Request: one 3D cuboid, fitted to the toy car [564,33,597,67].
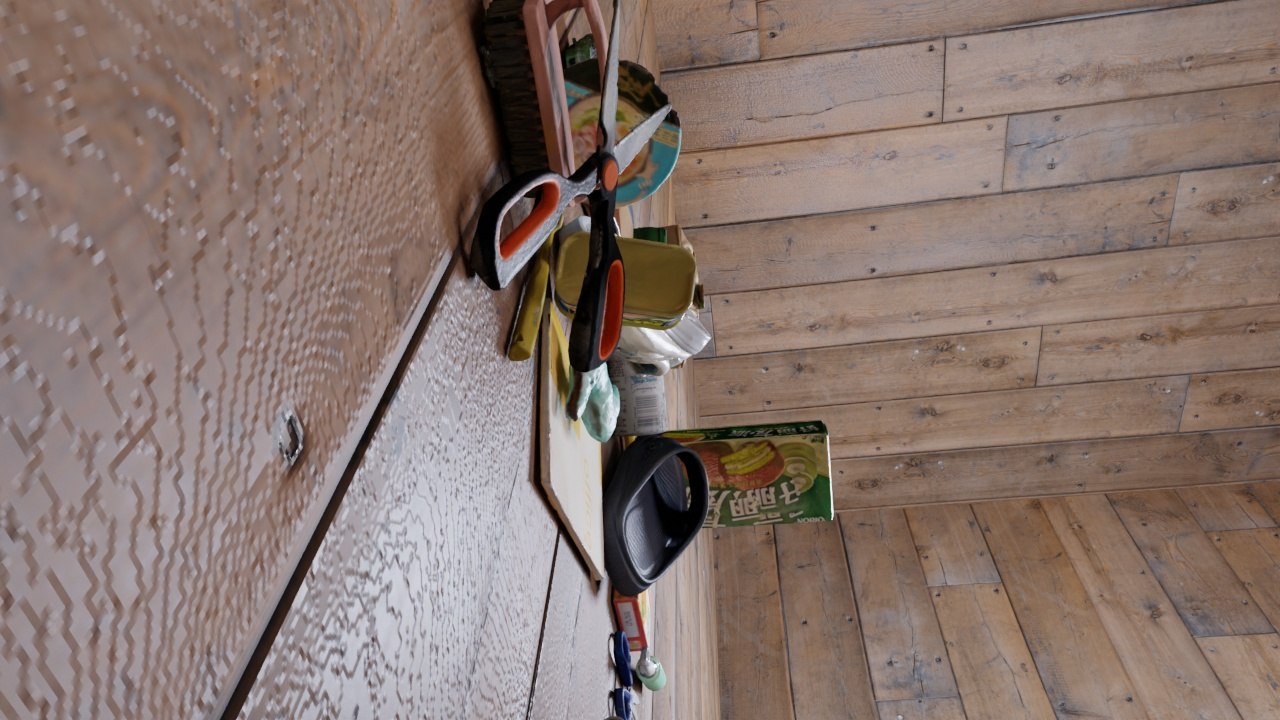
[{"bbox_3d":[-0.052,-0.288,0.882,0.091,0.036,0.043,-81,164,-64],"label":"toy car"}]

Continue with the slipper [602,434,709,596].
[{"bbox_3d":[0.028,0.140,0.892,0.267,0.083,0.110,-46,115,-72],"label":"slipper"}]

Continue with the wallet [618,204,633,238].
[{"bbox_3d":[-0.028,-0.141,1.027,0.090,0.033,0.115,72,15,-55],"label":"wallet"}]

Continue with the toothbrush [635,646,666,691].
[{"bbox_3d":[0.009,0.315,0.931,0.225,0.026,0.027,81,16,-67],"label":"toothbrush"}]

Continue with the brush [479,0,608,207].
[{"bbox_3d":[-0.053,-0.162,0.581,0.063,0.073,0.146,-90,174,-50],"label":"brush"}]

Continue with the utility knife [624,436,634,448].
[{"bbox_3d":[-0.013,0.100,1.037,0.033,0.015,0.154,-101,-176,-83],"label":"utility knife"}]

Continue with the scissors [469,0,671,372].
[{"bbox_3d":[-0.034,-0.095,0.553,0.220,0.022,0.235,-36,134,-56],"label":"scissors"}]

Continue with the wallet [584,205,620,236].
[{"bbox_3d":[-0.043,-0.198,0.926,0.101,0.032,0.124,69,16,-62],"label":"wallet"}]

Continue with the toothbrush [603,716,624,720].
[{"bbox_3d":[-0.007,0.368,0.783,0.026,0.027,0.221,-40,139,-29],"label":"toothbrush"}]

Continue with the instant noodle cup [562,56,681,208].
[{"bbox_3d":[-0.031,-0.185,0.724,0.120,0.111,0.111,-105,-173,-68],"label":"instant noodle cup"}]

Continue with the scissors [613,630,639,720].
[{"bbox_3d":[-0.011,0.309,0.879,0.171,0.012,0.140,37,48,-85],"label":"scissors"}]

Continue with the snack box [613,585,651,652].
[{"bbox_3d":[-0.007,0.208,0.934,0.155,0.027,0.077,-87,170,-55],"label":"snack box"}]

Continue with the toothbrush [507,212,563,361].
[{"bbox_3d":[-0.069,-0.060,0.611,0.189,0.016,0.017,-87,165,-55],"label":"toothbrush"}]

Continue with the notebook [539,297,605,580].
[{"bbox_3d":[-0.050,0.068,0.702,0.206,0.010,0.145,75,10,-58],"label":"notebook"}]

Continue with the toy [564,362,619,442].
[{"bbox_3d":[-0.038,0.023,0.682,0.096,0.030,0.092,-79,158,-49],"label":"toy"}]

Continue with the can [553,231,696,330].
[{"bbox_3d":[-0.012,-0.057,0.664,0.083,0.102,0.057,142,-45,-86],"label":"can"}]

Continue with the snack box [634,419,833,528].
[{"bbox_3d":[0.114,0.142,1.136,0.063,0.240,0.114,-70,155,-74],"label":"snack box"}]

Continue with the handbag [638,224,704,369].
[{"bbox_3d":[0.041,-0.089,1.316,0.147,0.100,0.204,-45,133,-87],"label":"handbag"}]

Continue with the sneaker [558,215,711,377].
[{"bbox_3d":[-0.022,-0.046,0.826,0.089,0.091,0.242,55,9,31],"label":"sneaker"}]

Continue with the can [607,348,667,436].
[{"bbox_3d":[-0.006,0.006,0.970,0.058,0.058,0.146,1,84,-84],"label":"can"}]

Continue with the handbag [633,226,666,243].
[{"bbox_3d":[-0.001,-0.092,1.121,0.120,0.068,0.131,89,-1,-47],"label":"handbag"}]
